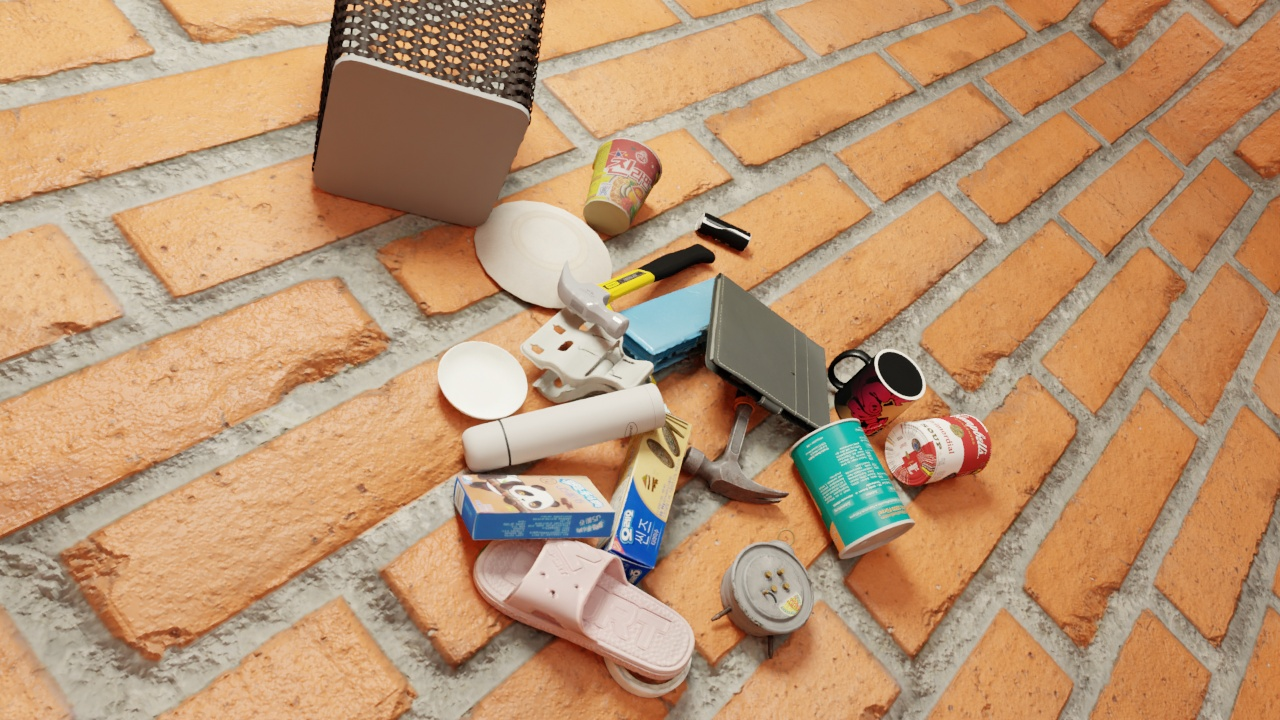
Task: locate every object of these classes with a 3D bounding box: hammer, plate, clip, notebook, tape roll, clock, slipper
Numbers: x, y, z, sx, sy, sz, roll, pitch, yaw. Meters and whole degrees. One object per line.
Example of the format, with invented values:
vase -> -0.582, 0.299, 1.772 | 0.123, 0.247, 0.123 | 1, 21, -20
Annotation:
hammer -> 0.007, -0.112, 1.213 | 0.127, 0.029, 0.322 | 34, 32, 18
plate -> -0.122, -0.149, 1.207 | 0.188, 0.027, 0.188 | 14, 49, -16
clip -> -0.060, 0.009, 1.111 | 0.152, 0.099, 0.126 | 38, 48, 4
notebook -> 0.172, -0.003, 1.209 | 0.209, 0.030, 0.169 | 30, 45, -23
hammer -> 0.152, 0.052, 1.208 | 0.138, 0.035, 0.313 | 29, 47, -8
tape roll -> 0.007, 0.301, 0.954 | 0.093, 0.018, 0.093 | 15, 51, -19
plate -> -0.183, 0.028, 1.050 | 0.104, 0.026, 0.104 | 14, 52, -18
clock -> 0.147, 0.251, 1.042 | 0.104, 0.056, 0.147 | 34, 50, -2
slipper -> -0.051, 0.236, 0.924 | 0.239, 0.065, 0.094 | 26, 47, 3

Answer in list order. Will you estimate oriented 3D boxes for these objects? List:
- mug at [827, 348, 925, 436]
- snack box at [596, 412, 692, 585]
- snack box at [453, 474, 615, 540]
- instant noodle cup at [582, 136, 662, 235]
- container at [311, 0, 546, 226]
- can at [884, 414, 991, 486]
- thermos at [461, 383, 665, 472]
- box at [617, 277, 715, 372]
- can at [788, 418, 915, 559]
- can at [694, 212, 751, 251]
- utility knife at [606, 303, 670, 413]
mug -> 0.314, 0.034, 1.264 | 0.118, 0.098, 0.081 | 38, 47, 2
snack box -> 0.004, 0.151, 1.038 | 0.057, 0.056, 0.206 | 26, 48, -10
snack box -> -0.112, 0.152, 0.961 | 0.151, 0.034, 0.087 | 4, 18, -26
instant noodle cup -> -0.030, -0.240, 1.291 | 0.100, 0.101, 0.112 | 25, 56, -10
container -> -0.266, -0.347, 1.141 | 0.247, 0.246, 0.243 | 11, 55, -21
can -> 0.407, 0.122, 1.257 | 0.116, 0.087, 0.086 | -4, 59, -31
thermos -> -0.084, 0.075, 1.015 | 0.224, 0.052, 0.052 | -13, 62, -17
box -> 0.056, -0.048, 1.224 | 0.093, 0.054, 0.230 | 38, 40, 26
can -> 0.261, 0.159, 1.141 | 0.099, 0.099, 0.144 | -7, 60, -32
can -> 0.124, -0.193, 1.375 | 0.080, 0.032, 0.031 | 23, 49, -12
utility knife -> -0.007, 0.007, 1.166 | 0.030, 0.019, 0.217 | -17, 61, -30
